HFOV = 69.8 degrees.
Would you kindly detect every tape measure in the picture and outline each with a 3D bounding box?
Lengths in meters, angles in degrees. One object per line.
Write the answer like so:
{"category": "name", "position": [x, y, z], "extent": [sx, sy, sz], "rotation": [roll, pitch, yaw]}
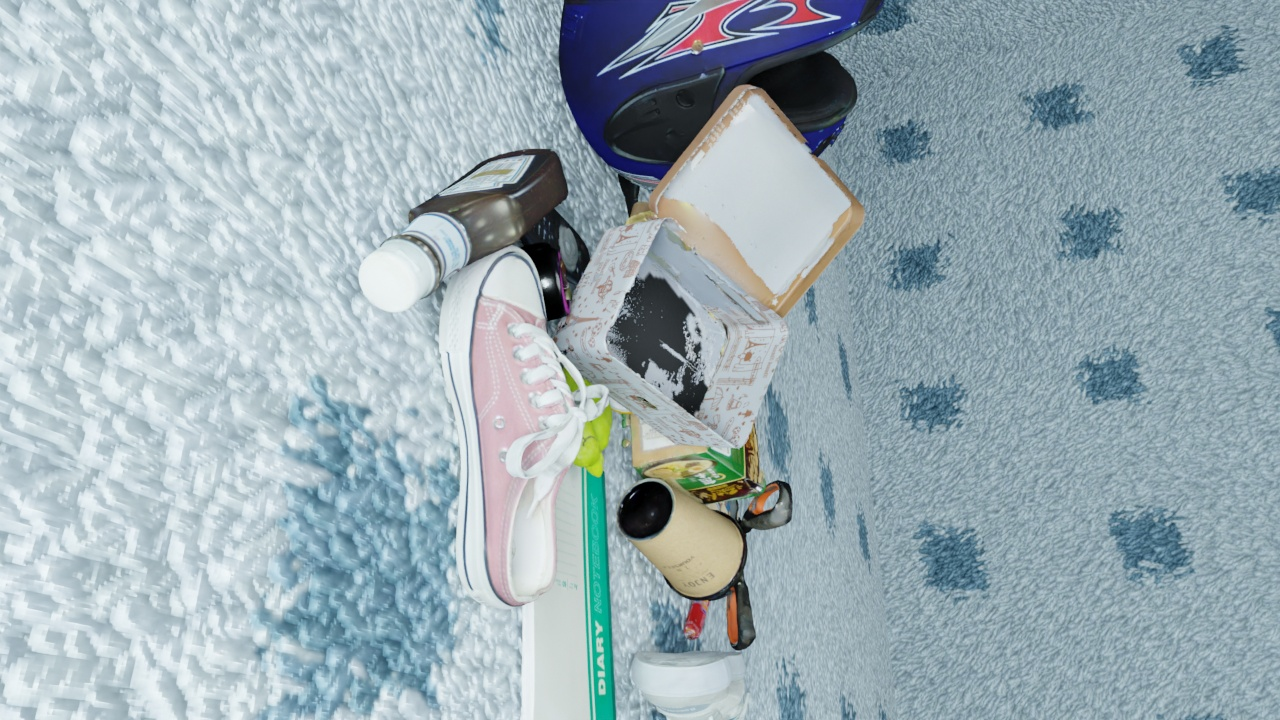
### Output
{"category": "tape measure", "position": [-0.073, -0.059, 0.705], "extent": [0.057, 0.039, 0.057], "rotation": [79, 2, -52]}

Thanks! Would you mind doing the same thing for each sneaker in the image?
{"category": "sneaker", "position": [-0.070, 0.036, 0.592], "extent": [0.118, 0.088, 0.240], "rotation": [14, 69, -56]}
{"category": "sneaker", "position": [0.048, 0.311, 0.832], "extent": [0.242, 0.090, 0.090], "rotation": [48, 41, -67]}

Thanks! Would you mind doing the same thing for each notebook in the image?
{"category": "notebook", "position": [-0.054, 0.172, 0.709], "extent": [0.150, 0.012, 0.208], "rotation": [42, 42, -62]}

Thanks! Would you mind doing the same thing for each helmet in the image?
{"category": "helmet", "position": [0.083, -0.271, 0.851], "extent": [0.246, 0.316, 0.241], "rotation": [-61, 142, -44]}

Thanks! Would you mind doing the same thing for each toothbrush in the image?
{"category": "toothbrush", "position": [-0.013, -0.198, 0.986], "extent": [0.027, 0.026, 0.212], "rotation": [-7, 92, -64]}

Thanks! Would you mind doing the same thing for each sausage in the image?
{"category": "sausage", "position": [0.069, 0.255, 1.008], "extent": [0.155, 0.020, 0.020], "rotation": [-59, 136, -62]}

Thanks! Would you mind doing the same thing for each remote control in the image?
{"category": "remote control", "position": [-0.076, -0.100, 0.758], "extent": [0.136, 0.024, 0.053], "rotation": [41, 42, -63]}

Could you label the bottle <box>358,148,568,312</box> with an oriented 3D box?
{"category": "bottle", "position": [-0.109, -0.085, 0.574], "extent": [0.194, 0.080, 0.044], "rotation": [-59, 139, -57]}

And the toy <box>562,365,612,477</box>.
{"category": "toy", "position": [-0.046, 0.047, 0.752], "extent": [0.100, 0.031, 0.096], "rotation": [-25, 95, -74]}

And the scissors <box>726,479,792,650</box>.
{"category": "scissors", "position": [0.103, 0.188, 0.952], "extent": [0.222, 0.021, 0.234], "rotation": [118, -20, -49]}

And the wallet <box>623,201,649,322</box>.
{"category": "wallet", "position": [0.005, -0.095, 0.953], "extent": [0.090, 0.033, 0.115], "rotation": [55, 38, -46]}

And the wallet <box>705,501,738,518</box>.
{"category": "wallet", "position": [0.093, 0.174, 1.113], "extent": [0.087, 0.024, 0.115], "rotation": [-86, 158, -46]}

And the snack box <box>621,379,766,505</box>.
{"category": "snack box", "position": [0.049, 0.074, 0.899], "extent": [0.105, 0.118, 0.118], "rotation": [37, 44, -57]}

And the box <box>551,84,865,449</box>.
{"category": "box", "position": [0.066, -0.074, 0.770], "extent": [0.179, 0.110, 0.259], "rotation": [37, 68, -33]}

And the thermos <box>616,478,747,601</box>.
{"category": "thermos", "position": [0.039, 0.168, 0.869], "extent": [0.143, 0.093, 0.092], "rotation": [45, 39, -47]}

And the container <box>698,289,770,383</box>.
{"category": "container", "position": [0.086, -0.022, 1.048], "extent": [0.090, 0.111, 0.090], "rotation": [-78, 151, -47]}

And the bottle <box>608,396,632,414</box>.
{"category": "bottle", "position": [-0.005, 0.005, 0.850], "extent": [0.108, 0.063, 0.063], "rotation": [-60, 137, -66]}

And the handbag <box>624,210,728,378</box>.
{"category": "handbag", "position": [0.052, -0.081, 0.927], "extent": [0.178, 0.063, 0.163], "rotation": [-55, 127, -72]}
